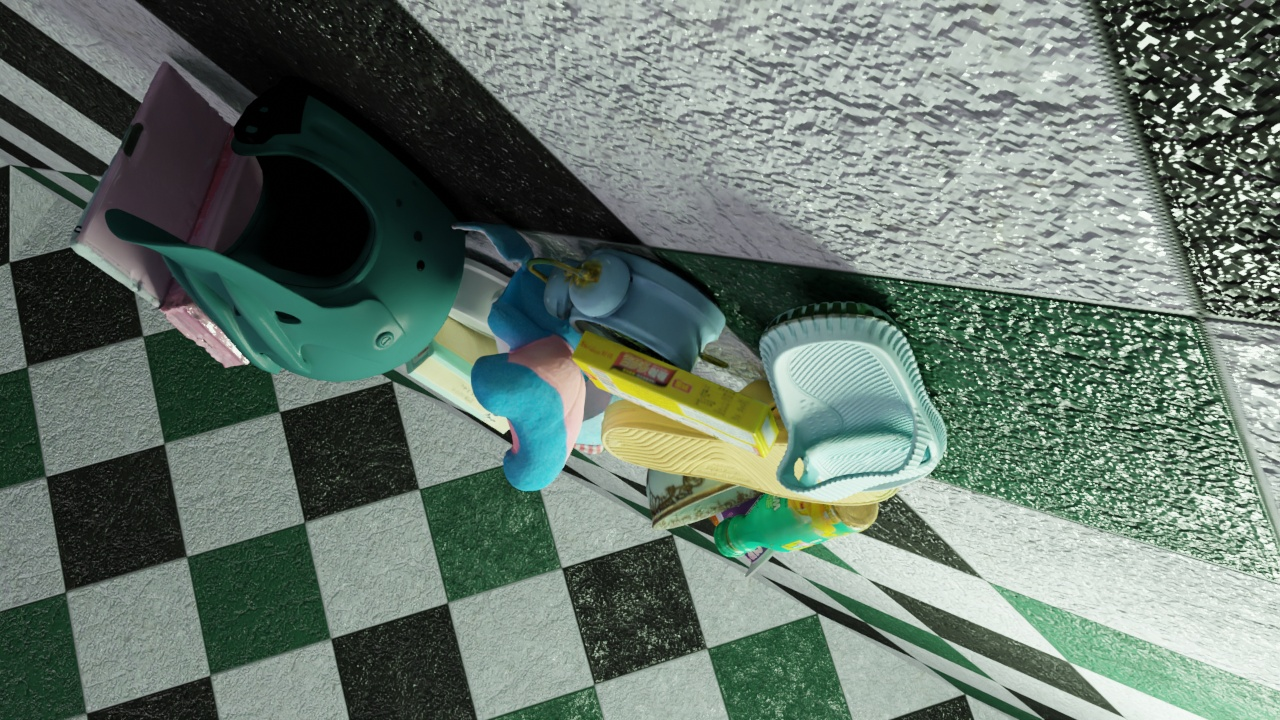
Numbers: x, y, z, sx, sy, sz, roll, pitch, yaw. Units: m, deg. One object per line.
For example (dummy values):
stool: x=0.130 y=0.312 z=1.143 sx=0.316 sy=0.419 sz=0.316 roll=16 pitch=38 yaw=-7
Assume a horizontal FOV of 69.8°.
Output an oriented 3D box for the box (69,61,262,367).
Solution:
box: x=-0.381 y=-0.132 z=0.809 sx=0.040 sy=0.232 sz=0.179 roll=-13 pitch=143 yaw=17

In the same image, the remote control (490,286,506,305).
remote control: x=-0.084 y=-0.031 z=0.884 sx=0.050 sy=0.022 sz=0.133 roll=-20 pitch=135 yaw=32

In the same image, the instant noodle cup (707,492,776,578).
instant noodle cup: x=0.122 y=0.173 z=1.115 sx=0.122 sy=0.137 sz=0.122 roll=37 pitch=-178 yaw=6

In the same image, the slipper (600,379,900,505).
slipper: x=0.098 y=0.061 z=0.801 sx=0.263 sy=0.078 sz=0.100 roll=7 pitch=147 yaw=9

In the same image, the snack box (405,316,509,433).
snack box: x=-0.203 y=-0.025 z=1.002 sx=0.141 sy=0.044 sz=0.193 roll=40 pitch=-163 yaw=-43

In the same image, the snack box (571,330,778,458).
snack box: x=0.026 y=0.026 z=0.686 sx=0.152 sy=0.025 sz=0.075 roll=22 pitch=168 yaw=20

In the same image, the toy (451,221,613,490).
toy: x=-0.087 y=-0.008 z=0.755 sx=0.099 sy=0.191 sz=0.224 roll=-11 pitch=128 yaw=19

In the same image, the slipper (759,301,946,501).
slipper: x=0.148 y=0.051 z=0.630 sx=0.116 sy=0.069 sz=0.276 roll=-9 pitch=149 yaw=18

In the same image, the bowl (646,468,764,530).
bowl: x=0.071 y=0.104 z=0.958 sx=0.160 sy=0.160 sz=0.094 roll=75 pitch=173 yaw=-73

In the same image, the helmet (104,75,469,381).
helmet: x=-0.272 y=-0.087 z=0.757 sx=0.176 sy=0.200 sz=0.275 roll=21 pitch=165 yaw=30

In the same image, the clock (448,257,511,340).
clock: x=-0.142 y=-0.053 z=0.945 sx=0.159 sy=0.061 sz=0.120 roll=30 pitch=171 yaw=-24

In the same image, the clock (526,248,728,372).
clock: x=-0.012 y=-0.041 z=0.695 sx=0.162 sy=0.060 sz=0.118 roll=30 pitch=168 yaw=-19

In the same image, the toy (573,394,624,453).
toy: x=-0.100 y=0.044 z=1.073 sx=0.181 sy=0.114 sz=0.184 roll=17 pitch=141 yaw=5

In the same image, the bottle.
bottle: x=0.155 y=0.169 z=0.976 sx=0.068 sy=0.067 sz=0.210 roll=33 pitch=145 yaw=-18
